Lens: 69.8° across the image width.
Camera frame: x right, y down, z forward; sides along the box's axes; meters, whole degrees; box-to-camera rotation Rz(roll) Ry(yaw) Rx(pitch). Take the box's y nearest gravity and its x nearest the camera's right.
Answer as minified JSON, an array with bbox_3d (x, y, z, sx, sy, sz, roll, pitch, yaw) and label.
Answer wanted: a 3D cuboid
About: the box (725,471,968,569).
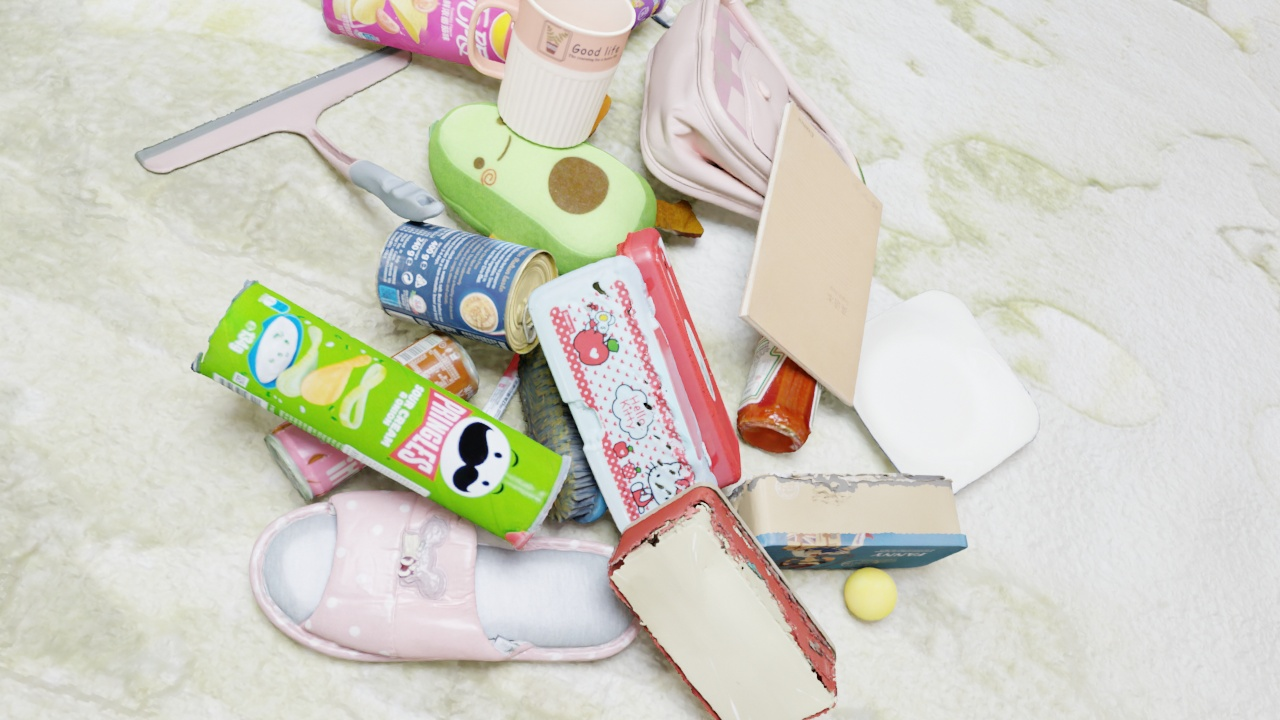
[{"bbox_3d":[0.160,0.125,0.705,0.184,0.090,0.060,3,66,-9],"label":"box"}]

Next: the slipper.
[{"bbox_3d":[-0.125,0.153,0.631,0.274,0.055,0.114,11,65,-12],"label":"slipper"}]

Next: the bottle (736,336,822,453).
[{"bbox_3d":[0.134,-0.021,0.780,0.060,0.060,0.205,23,63,-6],"label":"bottle"}]

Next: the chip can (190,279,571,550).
[{"bbox_3d":[-0.163,0.038,0.597,0.236,0.072,0.072,31,62,-10],"label":"chip can"}]

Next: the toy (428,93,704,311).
[{"bbox_3d":[-0.067,-0.132,0.750,0.246,0.090,0.226,26,60,-6],"label":"toy"}]

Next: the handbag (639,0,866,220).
[{"bbox_3d":[0.114,-0.205,0.829,0.234,0.094,0.192,29,47,-25],"label":"handbag"}]

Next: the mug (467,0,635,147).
[{"bbox_3d":[-0.074,-0.231,0.695,0.114,0.106,0.081,12,48,-15],"label":"mug"}]

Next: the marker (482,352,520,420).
[{"bbox_3d":[-0.117,0.046,0.700,0.017,0.017,0.145,28,63,-3],"label":"marker"}]

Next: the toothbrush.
[{"bbox_3d":[0.085,-0.295,0.906,0.181,0.018,0.015,37,59,0],"label":"toothbrush"}]

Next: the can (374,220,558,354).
[{"bbox_3d":[-0.125,-0.055,0.661,0.111,0.075,0.075,15,62,17],"label":"can"}]

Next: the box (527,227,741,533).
[{"bbox_3d":[-0.001,0.016,0.670,0.098,0.118,0.201,-18,108,10],"label":"box"}]

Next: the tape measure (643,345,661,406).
[{"bbox_3d":[-0.004,0.004,0.741,0.065,0.034,0.066,-34,82,-27],"label":"tape measure"}]

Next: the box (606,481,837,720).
[{"bbox_3d":[0.058,0.176,0.621,0.091,0.076,0.168,-34,99,17],"label":"box"}]

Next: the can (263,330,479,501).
[{"bbox_3d":[-0.189,0.037,0.660,0.147,0.058,0.058,-35,81,-26],"label":"can"}]

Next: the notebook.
[{"bbox_3d":[0.148,-0.088,0.760,0.149,0.012,0.211,35,57,-35],"label":"notebook"}]

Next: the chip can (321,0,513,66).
[{"bbox_3d":[-0.157,-0.289,0.780,0.210,0.071,0.071,14,64,3],"label":"chip can"}]

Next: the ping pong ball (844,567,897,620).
[{"bbox_3d":[0.179,0.182,0.714,0.040,0.040,0.040,6,66,-14],"label":"ping pong ball"}]

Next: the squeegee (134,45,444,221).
[{"bbox_3d":[-0.221,-0.153,0.710,0.247,0.040,0.250,-34,50,-26],"label":"squeegee"}]

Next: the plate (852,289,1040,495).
[{"bbox_3d":[0.253,0.029,0.804,0.164,0.034,0.163,-26,77,-23],"label":"plate"}]

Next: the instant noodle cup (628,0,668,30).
[{"bbox_3d":[-0.043,-0.335,0.838,0.111,0.112,0.099,38,70,2],"label":"instant noodle cup"}]

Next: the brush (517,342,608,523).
[{"bbox_3d":[-0.049,0.052,0.698,0.073,0.055,0.143,3,66,-42],"label":"brush"}]
